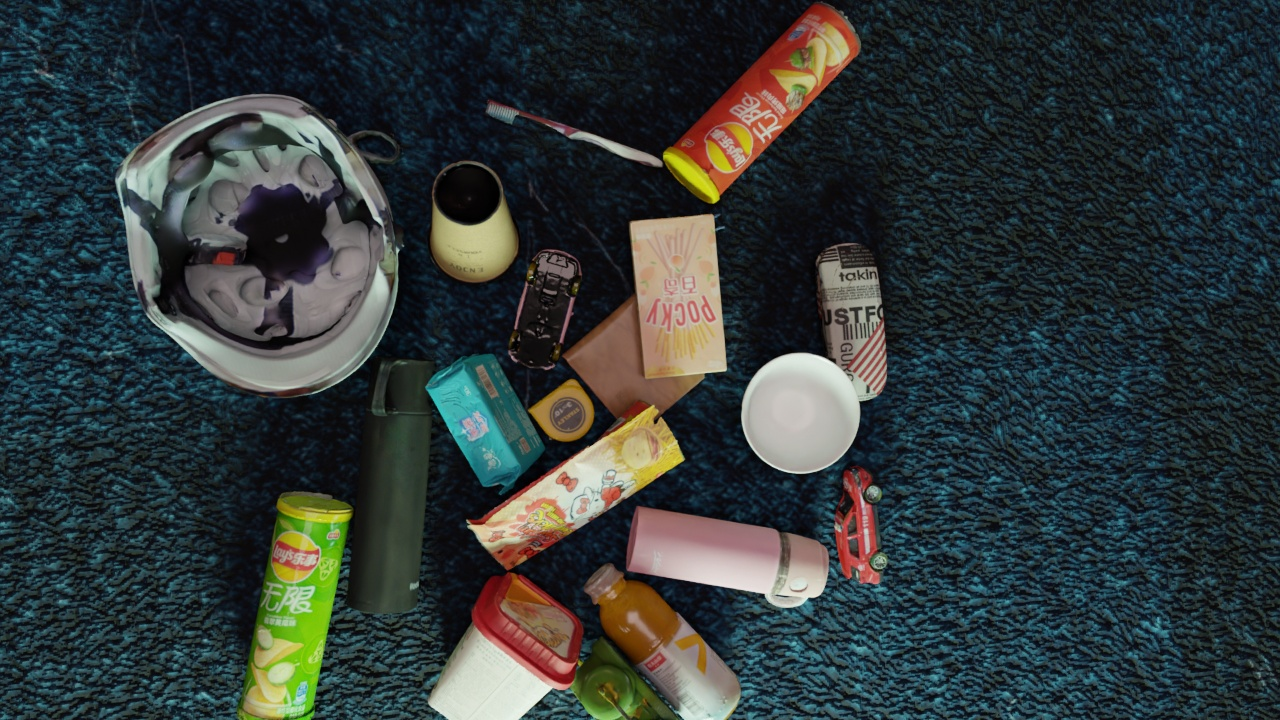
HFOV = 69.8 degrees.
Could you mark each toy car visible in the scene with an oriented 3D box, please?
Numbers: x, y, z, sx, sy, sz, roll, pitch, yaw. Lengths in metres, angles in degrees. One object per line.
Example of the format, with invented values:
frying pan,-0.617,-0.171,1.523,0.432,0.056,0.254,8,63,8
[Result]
toy car,-0.095,-0.051,0.919,0.056,0.037,0.122,16,102,-2
toy car,0.224,0.169,0.941,0.045,0.053,0.120,-4,93,-3

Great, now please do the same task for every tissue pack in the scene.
tissue pack,-0.146,0.058,0.884,0.050,0.093,0.133,-29,92,12

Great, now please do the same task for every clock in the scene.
clock,-0.014,0.328,0.872,0.056,0.161,0.116,-44,94,-12

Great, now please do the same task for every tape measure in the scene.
tape measure,-0.076,0.053,0.925,0.060,0.029,0.057,-37,93,-5

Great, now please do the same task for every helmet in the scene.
helmet,-0.330,-0.104,0.842,0.229,0.146,0.259,-23,101,-2

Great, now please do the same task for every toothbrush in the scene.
toothbrush,-0.066,-0.225,0.926,0.187,0.016,0.017,18,97,-5

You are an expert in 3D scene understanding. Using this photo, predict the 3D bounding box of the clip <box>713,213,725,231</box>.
clip,0.056,-0.134,0.935,0.058,0.026,0.038,-22,100,0

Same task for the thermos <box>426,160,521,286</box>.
thermos,-0.158,-0.129,0.863,0.093,0.143,0.093,2,78,-7

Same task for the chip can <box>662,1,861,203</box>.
chip can,0.122,-0.255,0.913,0.216,0.073,0.073,-45,94,-3

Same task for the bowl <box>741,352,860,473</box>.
bowl,0.154,0.051,0.926,0.118,0.065,0.118,0,91,-5

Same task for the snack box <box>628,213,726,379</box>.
snack box,0.037,-0.063,0.912,0.084,0.026,0.157,-6,95,-7

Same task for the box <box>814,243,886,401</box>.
box,0.217,-0.039,0.939,0.068,0.052,0.164,-11,92,-24

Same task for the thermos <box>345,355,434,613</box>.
thermos,-0.244,0.117,0.882,0.068,0.090,0.242,4,91,11

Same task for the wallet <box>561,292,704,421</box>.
wallet,-0.006,0.005,0.936,0.101,0.020,0.115,-41,97,-1

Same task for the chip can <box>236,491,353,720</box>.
chip can,-0.333,0.243,0.886,0.072,0.072,0.221,11,91,-5

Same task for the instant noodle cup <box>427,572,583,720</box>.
instant noodle cup,-0.133,0.291,0.890,0.116,0.116,0.124,39,99,-4

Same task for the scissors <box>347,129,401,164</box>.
scissors,-0.322,-0.201,0.906,0.165,0.014,0.163,-22,92,-4

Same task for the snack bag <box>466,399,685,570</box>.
snack bag,-0.061,0.123,0.889,0.207,0.129,0.073,-35,63,-9

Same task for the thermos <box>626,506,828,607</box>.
thermos,0.085,0.203,0.929,0.198,0.067,0.087,11,122,-7

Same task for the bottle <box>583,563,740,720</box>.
bottle,0.019,0.283,0.918,0.068,0.068,0.189,-43,94,-3
